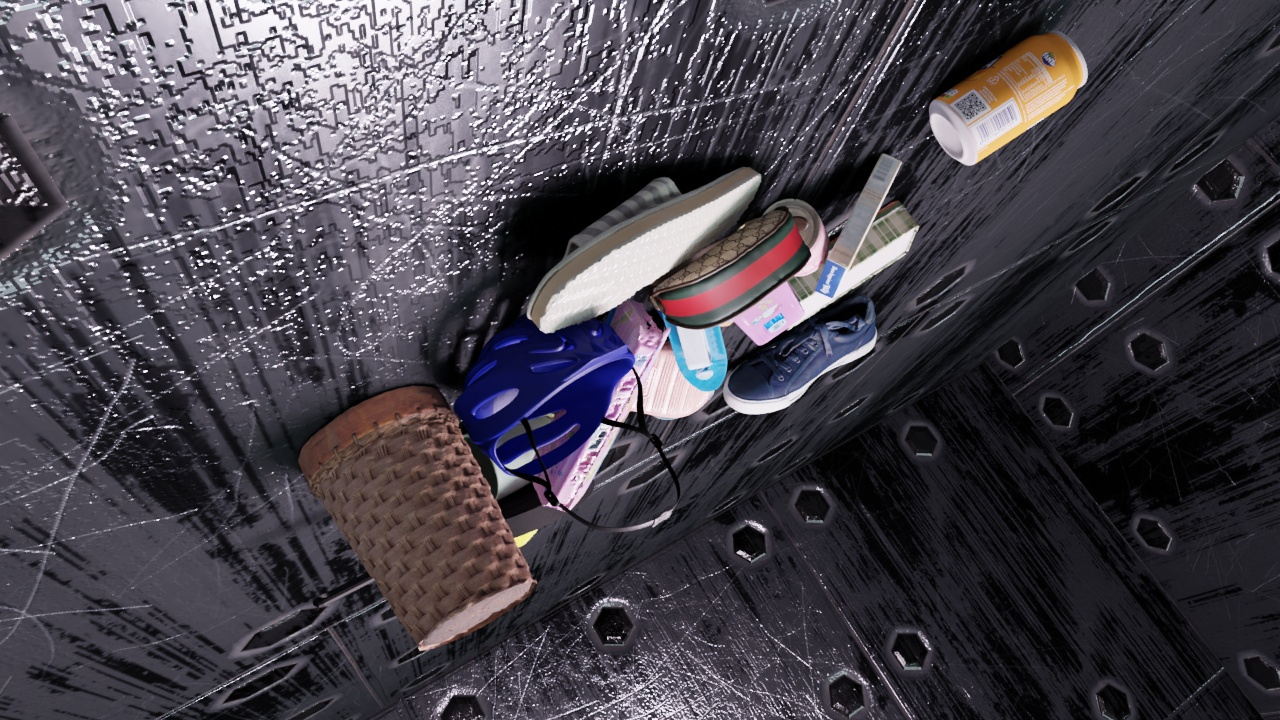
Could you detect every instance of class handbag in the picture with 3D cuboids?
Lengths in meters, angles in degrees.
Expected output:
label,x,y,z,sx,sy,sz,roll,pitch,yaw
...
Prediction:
label,x,y,z,sx,sy,sz,roll,pitch,yaw
handbag,0.084,-0.096,0.892,0.166,0.063,0.138,-37,-155,-16

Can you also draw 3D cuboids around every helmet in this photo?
label,x,y,z,sx,sy,sz,roll,pitch,yaw
helmet,-0.065,0.066,0.843,0.147,0.227,0.242,-25,168,-37

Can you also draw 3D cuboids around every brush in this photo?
label,x,y,z,sx,sy,sz,roll,pitch,yaw
brush,0.060,-0.019,0.970,0.055,0.075,0.136,-11,123,10

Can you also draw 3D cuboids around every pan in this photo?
label,x,y,z,sx,sy,sz,roll,pitch,yaw
pan,-0.215,0.189,1.066,0.355,0.034,0.226,-24,-166,-37

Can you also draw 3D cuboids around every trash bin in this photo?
label,x,y,z,sx,sy,sz,roll,pitch,yaw
trash bin,-0.206,0.151,0.859,0.151,0.210,0.151,-29,162,-10

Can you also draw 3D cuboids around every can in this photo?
label,x,y,z,sx,sy,sz,roll,pitch,yaw
can,0.165,-0.130,0.981,0.067,0.067,0.076,-36,162,11
can,0.376,-0.270,0.945,0.142,0.079,0.079,-33,163,3

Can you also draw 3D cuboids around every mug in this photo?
label,x,y,z,sx,sy,sz,roll,pitch,yaw
mug,-0.159,0.109,1.076,0.103,0.084,0.111,-24,-170,-41

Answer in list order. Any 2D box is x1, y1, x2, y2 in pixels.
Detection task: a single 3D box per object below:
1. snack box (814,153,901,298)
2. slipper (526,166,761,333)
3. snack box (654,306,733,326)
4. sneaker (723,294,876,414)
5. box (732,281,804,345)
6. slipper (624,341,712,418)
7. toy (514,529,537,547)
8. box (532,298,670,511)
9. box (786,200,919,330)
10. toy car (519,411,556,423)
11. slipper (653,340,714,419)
label,x,y,z,sx,sy,sz,roll,pitch,yaw
snack box,0.241,-0.148,1.017,0.149,0.026,0.082,-60,171,-19
slipper,0.007,-0.107,0.791,0.271,0.054,0.115,-32,167,-35
snack box,0.090,-0.077,1.055,0.087,0.034,0.151,-42,162,27
sneaker,0.256,-0.021,1.431,0.294,0.120,0.127,-30,141,-18
box,0.140,-0.065,1.051,0.076,0.036,0.214,-35,164,9
slipper,-0.006,0.006,1.051,0.197,0.081,0.093,7,115,-29
toy,-0.215,0.223,1.255,0.207,0.092,0.134,-16,154,-38
box,-0.033,0.054,0.965,0.076,0.084,0.231,18,111,-29
box,0.265,-0.124,1.217,0.205,0.050,0.117,-33,166,1
toy car,-0.112,0.048,1.055,0.039,0.027,0.089,-44,161,29
slipper,0.047,0.037,1.231,0.104,0.074,0.245,-31,162,-3
